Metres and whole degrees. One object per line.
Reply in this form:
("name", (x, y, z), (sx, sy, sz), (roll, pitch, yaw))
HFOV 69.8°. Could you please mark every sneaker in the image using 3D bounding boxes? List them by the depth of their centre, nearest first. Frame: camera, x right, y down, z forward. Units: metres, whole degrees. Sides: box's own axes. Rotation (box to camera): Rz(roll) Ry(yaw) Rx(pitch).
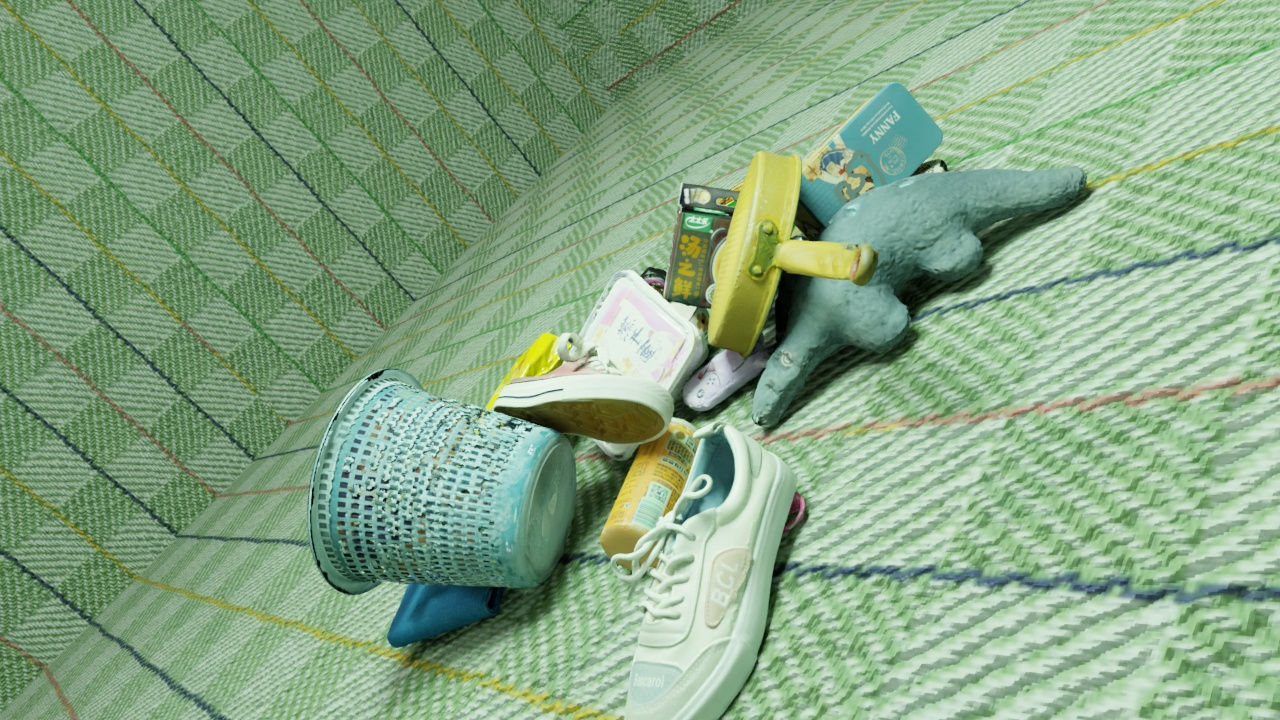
("sneaker", (0.037, 0.148, 0.647), (0.090, 0.090, 0.241), (-19, 37, 47))
("sneaker", (-0.053, 0.024, 0.888), (0.242, 0.118, 0.087), (-5, 54, 50))

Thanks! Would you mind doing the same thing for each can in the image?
("can", (0.013, 0.118, 0.826), (0.058, 0.058, 0.145), (-26, 24, 35))

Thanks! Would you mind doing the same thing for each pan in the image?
("pan", (0.124, -0.090, 0.798), (0.357, 0.078, 0.198), (-89, 12, -84))

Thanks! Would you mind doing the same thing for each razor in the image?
("razor", (0.169, -0.067, 0.964), (0.068, 0.062, 0.167), (1, 40, 15))

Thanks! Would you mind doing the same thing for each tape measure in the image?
("tape measure", (0.021, -0.099, 1.290), (0.039, 0.057, 0.058), (-70, 2, -56))

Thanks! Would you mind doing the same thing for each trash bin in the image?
("trash bin", (-0.175, 0.132, 0.894), (0.195, 0.227, 0.225), (8, 38, 15))

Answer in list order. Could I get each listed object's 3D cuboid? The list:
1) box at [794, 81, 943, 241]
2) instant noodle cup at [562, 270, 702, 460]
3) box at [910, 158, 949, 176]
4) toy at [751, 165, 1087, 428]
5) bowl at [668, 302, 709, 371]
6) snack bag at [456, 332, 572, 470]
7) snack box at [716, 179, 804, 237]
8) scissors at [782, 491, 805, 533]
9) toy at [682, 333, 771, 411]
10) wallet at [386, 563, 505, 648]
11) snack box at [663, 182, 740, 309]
("box", (0.229, -0.205, 0.955), (0.184, 0.090, 0.062), (-47, 9, -7))
("instant noodle cup", (-0.006, 0.006, 0.986), (0.138, 0.060, 0.174), (44, 113, 32))
("box", (0.285, -0.162, 0.936), (0.072, 0.060, 0.164), (-53, 10, 34))
("toy", (0.218, -0.083, 0.830), (0.356, 0.091, 0.138), (-40, 63, 5))
("bowl", (0.041, -0.018, 1.068), (0.114, 0.062, 0.113), (-37, 19, 15))
("snack bag", (-0.152, 0.070, 1.127), (0.157, 0.068, 0.247), (-64, 10, -25))
("snack box", (0.135, -0.146, 1.097), (0.118, 0.117, 0.105), (-23, 30, 47))
("scissors", (0.075, 0.140, 0.732), (0.133, 0.017, 0.133), (-38, 23, 17))
("toy", (0.089, 0.015, 0.939), (0.108, 0.039, 0.083), (-35, 23, 11))
("wallet", (-0.196, 0.244, 0.968), (0.133, 0.040, 0.106), (-23, 27, 21))
("snack box", (0.090, -0.121, 1.005), (0.053, 0.113, 0.126), (-85, 3, -69))
